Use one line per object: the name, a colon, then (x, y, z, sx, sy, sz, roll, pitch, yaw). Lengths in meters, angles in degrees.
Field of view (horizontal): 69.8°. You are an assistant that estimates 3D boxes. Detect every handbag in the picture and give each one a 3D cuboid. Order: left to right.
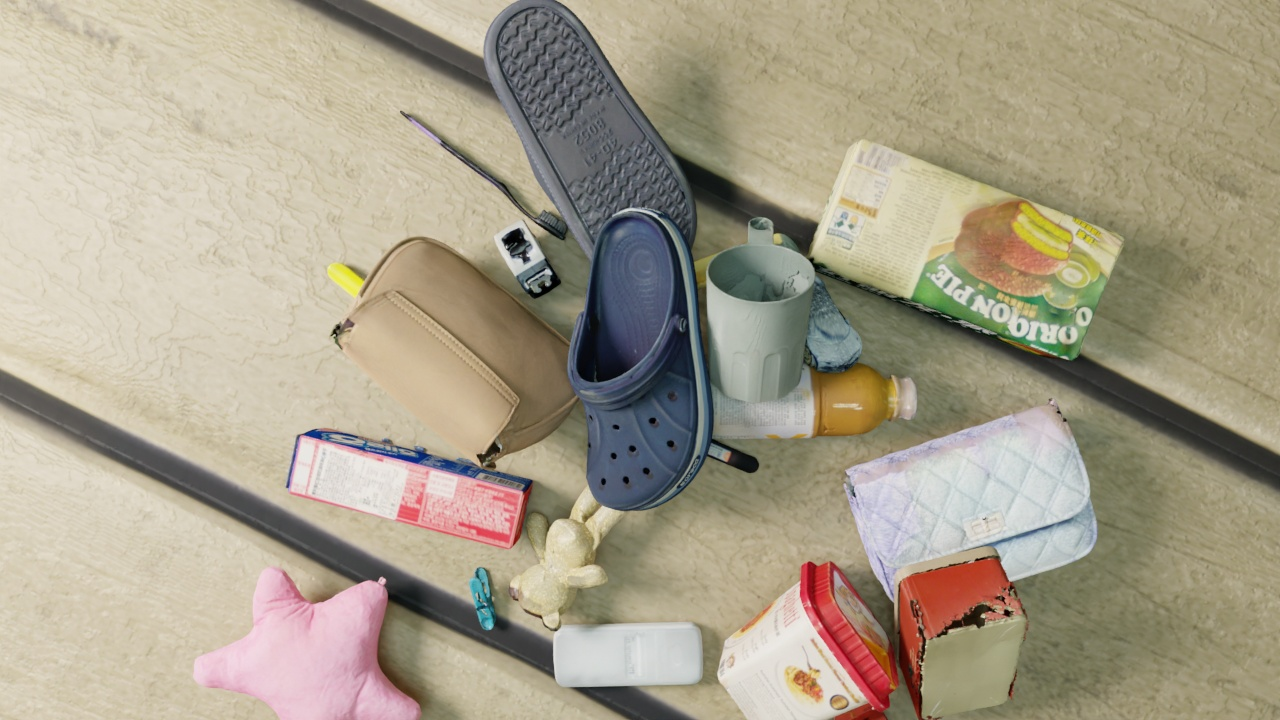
handbag: (-0.153, -0.002, 0.775, 0.204, 0.147, 0.100, 40, 130, 2)
handbag: (0.286, 0.127, 0.791, 0.194, 0.075, 0.134, -20, 94, 2)

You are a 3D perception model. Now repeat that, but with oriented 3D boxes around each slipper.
slipper: (-0.043, -0.180, 0.786, 0.110, 0.083, 0.268, -35, 115, -6)
slipper: (-0.004, 0.004, 0.737, 0.105, 0.095, 0.253, 6, 98, 32)

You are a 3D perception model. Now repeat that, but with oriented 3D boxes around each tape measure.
tape measure: (-0.099, -0.089, 0.802, 0.033, 0.066, 0.066, -31, 93, -2)

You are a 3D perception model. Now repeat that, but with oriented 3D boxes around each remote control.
remote control: (-0.011, 0.267, 0.835, 0.136, 0.020, 0.056, -3, 91, 3)

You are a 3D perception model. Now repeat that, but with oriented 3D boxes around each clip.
clip: (-0.144, 0.219, 0.838, 0.013, 0.038, 0.055, -12, 98, 5)

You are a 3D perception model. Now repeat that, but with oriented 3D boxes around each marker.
marker: (-0.233, -0.047, 0.836, 0.124, 0.015, 0.018, 39, 94, -3)
marker: (0.050, 0.073, 0.830, 0.124, 0.015, 0.018, 23, 94, -1)

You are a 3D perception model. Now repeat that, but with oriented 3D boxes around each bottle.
bottle: (0.141, 0.034, 0.797, 0.189, 0.068, 0.068, -1, 92, 2)

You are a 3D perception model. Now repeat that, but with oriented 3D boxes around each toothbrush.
toothbrush: (-0.141, -0.170, 0.828, 0.189, 0.014, 0.016, 38, 85, 1)

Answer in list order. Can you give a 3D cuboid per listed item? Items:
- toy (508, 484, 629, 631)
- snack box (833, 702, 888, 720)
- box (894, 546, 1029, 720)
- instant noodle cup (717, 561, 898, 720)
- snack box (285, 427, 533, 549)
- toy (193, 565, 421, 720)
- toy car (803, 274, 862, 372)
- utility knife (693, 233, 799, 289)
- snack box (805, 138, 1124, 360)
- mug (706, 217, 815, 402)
toy: (-0.054, 0.161, 0.818, 0.105, 0.066, 0.157, 35, 89, 33)
snack box: (0.187, 0.375, 0.820, 0.113, 0.044, 0.127, -28, 90, 3)
box: (0.262, 0.234, 0.748, 0.091, 0.079, 0.168, -14, 136, 3)
instant noodle cup: (0.141, 0.255, 0.790, 0.124, 0.116, 0.116, -37, 90, 15)
snack box: (-0.204, 0.111, 0.819, 0.207, 0.057, 0.058, 14, 95, 1)
toy: (-0.279, 0.271, 0.820, 0.194, 0.074, 0.178, 41, 91, -3)
toy car: (0.151, -0.036, 0.789, 0.049, 0.031, 0.105, -18, 58, -14)
utility knife: (0.070, -0.080, 0.812, 0.151, 0.018, 0.031, -19, 108, -2)
snack box: (0.273, -0.094, 0.790, 0.240, 0.063, 0.114, 20, 93, 1)
mug: (0.097, -0.042, 0.754, 0.084, 0.123, 0.103, 3, 129, 7)
